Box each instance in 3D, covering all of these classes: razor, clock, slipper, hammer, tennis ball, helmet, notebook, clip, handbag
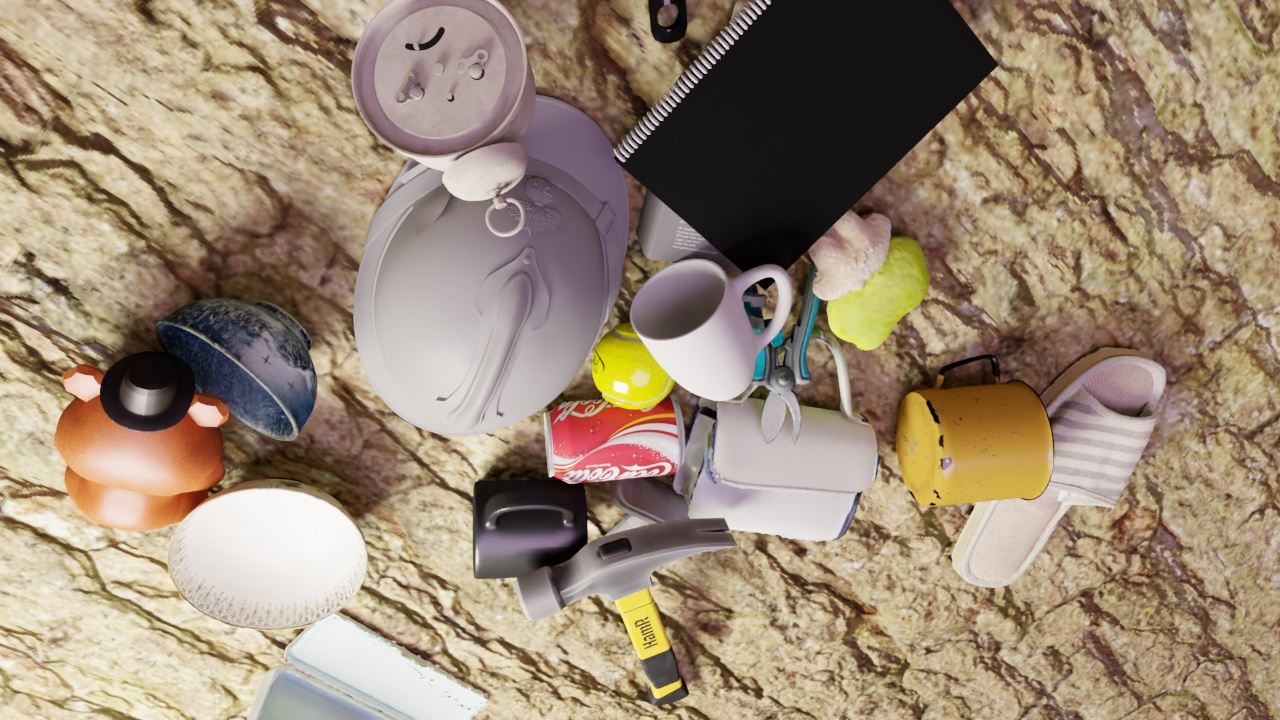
[{"bbox_3d":[-0.017,0.150,0.795,0.088,0.047,0.116,29,120,-25],"label":"razor"},{"bbox_3d":[-0.105,-0.145,0.549,0.103,0.061,0.157,-24,82,4],"label":"clock"},{"bbox_3d":[0.380,0.110,0.840,0.114,0.054,0.273,18,117,-15],"label":"slipper"},{"bbox_3d":[0.010,0.238,0.808,0.170,0.034,0.325,-20,140,-5],"label":"hammer"},{"bbox_3d":[-0.004,0.004,0.689,0.065,0.065,0.065,-5,122,-8],"label":"tennis ball"},{"bbox_3d":[-0.096,-0.034,0.617,0.183,0.117,0.272,16,115,-20],"label":"helmet"},{"bbox_3d":[0.104,-0.160,0.583,0.149,0.016,0.207,36,109,-29],"label":"notebook"},{"bbox_3d":[0.055,-0.042,0.682,0.076,0.023,0.043,12,101,10],"label":"clip"},{"bbox_3d":[0.120,0.059,0.745,0.151,0.074,0.176,10,109,-16],"label":"handbag"}]

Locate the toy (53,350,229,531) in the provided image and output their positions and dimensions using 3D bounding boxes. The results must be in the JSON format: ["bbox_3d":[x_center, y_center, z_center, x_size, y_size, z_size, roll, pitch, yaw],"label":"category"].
[{"bbox_3d":[-0.346,0.059,0.637,0.112,0.096,0.177,19,147,-21],"label":"toy"}]

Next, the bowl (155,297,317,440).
[{"bbox_3d":[-0.263,-0.004,0.629,0.114,0.060,0.115,25,147,17],"label":"bowl"}]

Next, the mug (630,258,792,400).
[{"bbox_3d":[0.060,-0.023,0.638,0.107,0.071,0.089,-28,133,8],"label":"mug"}]

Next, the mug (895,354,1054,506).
[{"bbox_3d":[0.271,0.058,0.763,0.094,0.100,0.124,-4,93,-6],"label":"mug"}]

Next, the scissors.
[{"bbox_3d":[0.109,-0.017,0.702,0.124,0.019,0.156,-41,103,-3],"label":"scissors"}]

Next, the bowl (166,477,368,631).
[{"bbox_3d":[-0.285,0.138,0.718,0.145,0.063,0.145,-5,123,-8],"label":"bowl"}]

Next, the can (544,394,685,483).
[{"bbox_3d":[-0.021,0.062,0.722,0.104,0.064,0.064,-4,122,-9],"label":"can"}]

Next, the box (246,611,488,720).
[{"bbox_3d":[-0.244,0.323,0.838,0.197,0.074,0.126,42,87,-30],"label":"box"}]

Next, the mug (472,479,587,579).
[{"bbox_3d":[-0.088,0.128,0.730,0.088,0.078,0.114,0,152,-11],"label":"mug"}]

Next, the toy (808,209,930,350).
[{"bbox_3d":[0.167,-0.065,0.690,0.092,0.043,0.118,-47,123,5],"label":"toy"}]

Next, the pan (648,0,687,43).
[{"bbox_3d":[0.004,-0.350,0.487,0.204,0.044,0.356,-10,121,-5],"label":"pan"}]

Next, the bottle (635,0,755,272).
[{"bbox_3d":[0.058,-0.150,0.618,0.083,0.046,0.174,6,120,-15],"label":"bottle"}]
